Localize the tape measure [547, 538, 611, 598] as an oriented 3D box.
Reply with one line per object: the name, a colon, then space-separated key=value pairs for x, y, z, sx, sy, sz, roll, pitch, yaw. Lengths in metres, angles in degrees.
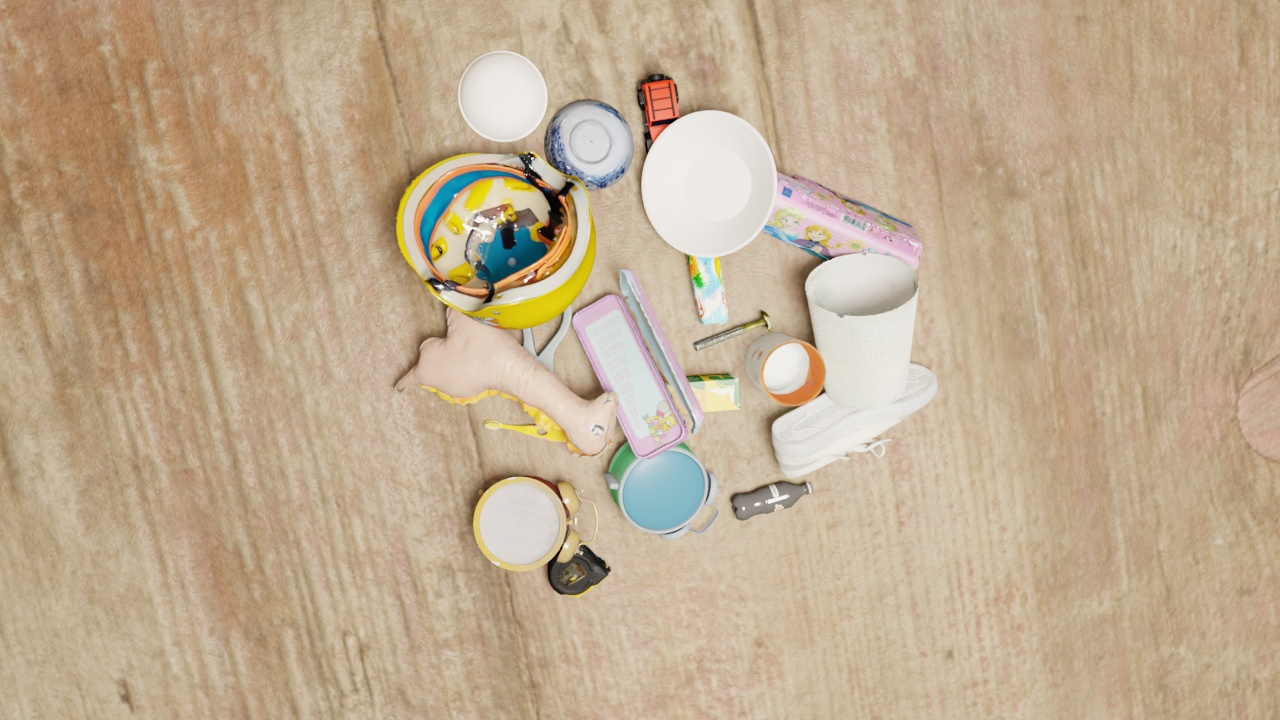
tape measure: x=-0.088 y=0.279 z=1.222 sx=0.072 sy=0.042 sz=0.071 roll=-43 pitch=103 yaw=4

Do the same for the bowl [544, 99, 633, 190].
bowl: x=-0.063 y=-0.269 z=1.141 sx=0.114 sy=0.045 sz=0.114 roll=-1 pitch=98 yaw=-5

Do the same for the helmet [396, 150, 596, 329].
helmet: x=-0.161 y=-0.133 z=1.103 sx=0.240 sy=0.140 sz=0.208 roll=26 pitch=75 yaw=23

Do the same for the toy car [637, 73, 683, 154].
toy car: x=0.026 y=-0.304 z=1.143 sx=0.051 sy=0.049 sz=0.100 roll=-10 pitch=99 yaw=-4

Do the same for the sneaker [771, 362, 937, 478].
sneaker: x=0.282 y=0.083 z=1.214 sx=0.242 sy=0.089 sz=0.091 roll=-24 pitch=132 yaw=-13

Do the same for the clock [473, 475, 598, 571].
clock: x=-0.132 y=0.207 z=1.186 sx=0.159 sy=0.081 sz=0.117 roll=0 pitch=87 yaw=4

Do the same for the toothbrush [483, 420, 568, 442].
toothbrush: x=-0.138 y=0.092 z=1.202 sx=0.135 sy=0.016 sz=0.021 roll=8 pitch=93 yaw=-6

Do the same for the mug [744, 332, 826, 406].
mug: x=0.184 y=0.009 z=1.176 sx=0.082 sy=0.105 sz=0.082 roll=-1 pitch=98 yaw=-5

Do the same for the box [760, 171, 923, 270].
box: x=0.250 y=-0.185 z=1.176 sx=0.230 sy=0.085 sz=0.090 roll=23 pitch=67 yaw=-8

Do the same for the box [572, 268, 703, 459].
box: x=0.004 y=0.004 z=1.129 sx=0.062 sy=0.140 sz=0.214 roll=-12 pitch=70 yaw=-41

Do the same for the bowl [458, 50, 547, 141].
bowl: x=-0.169 y=-0.326 z=1.125 sx=0.110 sy=0.040 sz=0.110 roll=-1 pitch=98 yaw=-5

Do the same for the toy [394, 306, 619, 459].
toy: x=-0.161 y=0.048 z=1.144 sx=0.264 sy=0.065 sz=0.196 roll=42 pitch=108 yaw=-1

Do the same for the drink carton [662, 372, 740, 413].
drink carton: x=0.063 y=0.043 z=1.193 sx=0.122 sy=0.058 sz=0.041 roll=-3 pitch=98 yaw=-5

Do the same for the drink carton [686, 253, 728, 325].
drink carton: x=0.084 y=-0.108 z=1.181 sx=0.038 sy=0.044 sz=0.129 roll=-11 pitch=98 yaw=-4

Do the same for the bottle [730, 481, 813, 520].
bottle: x=0.178 y=0.186 z=1.236 sx=0.110 sy=0.036 sz=0.036 roll=-15 pitch=99 yaw=-3

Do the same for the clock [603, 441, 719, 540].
clock: x=0.036 y=0.170 z=1.206 sx=0.161 sy=0.075 sz=0.122 roll=40 pitch=92 yaw=-22

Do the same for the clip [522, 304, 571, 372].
clip: x=-0.118 y=-0.028 z=1.181 sx=0.090 sy=0.027 sz=0.162 roll=22 pitch=97 yaw=-7

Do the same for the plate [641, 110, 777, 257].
plate: x=0.089 y=-0.216 z=1.126 sx=0.174 sy=0.036 sz=0.174 roll=5 pitch=102 yaw=24

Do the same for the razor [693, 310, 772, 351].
razor: x=0.121 y=-0.035 z=1.203 sx=0.106 sy=0.042 sz=0.026 roll=-21 pitch=102 yaw=7

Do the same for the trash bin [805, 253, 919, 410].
trash bin: x=0.279 y=-0.031 z=1.147 sx=0.133 sy=0.133 sz=0.161 roll=-16 pitch=128 yaw=-3
